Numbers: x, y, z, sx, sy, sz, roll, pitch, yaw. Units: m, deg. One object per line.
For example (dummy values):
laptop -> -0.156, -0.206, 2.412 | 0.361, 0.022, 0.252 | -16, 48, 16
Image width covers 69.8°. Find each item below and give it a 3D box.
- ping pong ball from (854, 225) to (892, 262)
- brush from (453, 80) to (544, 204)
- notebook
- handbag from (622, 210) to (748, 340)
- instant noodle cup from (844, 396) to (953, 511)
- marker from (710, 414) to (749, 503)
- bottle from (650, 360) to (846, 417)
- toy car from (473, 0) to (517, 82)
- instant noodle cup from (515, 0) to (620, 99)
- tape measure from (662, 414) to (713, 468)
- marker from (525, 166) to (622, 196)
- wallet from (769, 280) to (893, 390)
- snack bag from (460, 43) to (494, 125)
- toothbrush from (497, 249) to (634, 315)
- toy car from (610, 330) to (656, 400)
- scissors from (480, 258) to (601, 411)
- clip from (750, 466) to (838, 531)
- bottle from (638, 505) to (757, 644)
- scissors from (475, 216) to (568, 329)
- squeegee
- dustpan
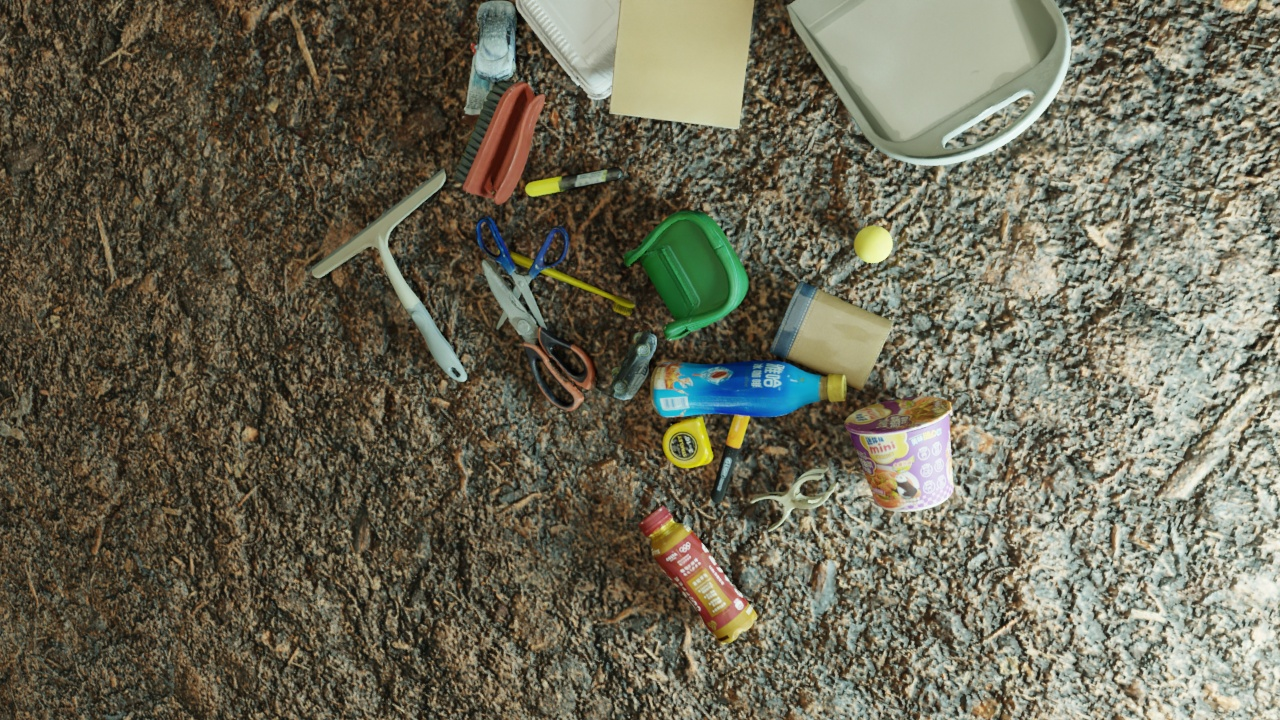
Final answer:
ping pong ball -> 0.252, -0.126, 0.996 | 0.040, 0.040, 0.040 | 2, 98, 18
brush -> -0.164, -0.265, 1.108 | 0.069, 0.063, 0.146 | 31, 104, 25
notebook -> 0.049, -0.373, 1.014 | 0.149, 0.012, 0.211 | 5, 100, -8
handbag -> 0.053, -0.100, 1.053 | 0.120, 0.067, 0.131 | -33, 86, 20
instant noodle cup -> 0.284, 0.102, 0.985 | 0.112, 0.111, 0.099 | -11, 100, 20
marker -> 0.106, 0.113, 1.091 | 0.018, 0.015, 0.124 | 21, 105, 19
bottle -> 0.122, 0.031, 1.045 | 0.219, 0.065, 0.065 | -2, 96, 21
toy car -> -0.173, -0.383, 1.094 | 0.049, 0.031, 0.105 | -2, 75, 5
instant noodle cup -> -0.063, -0.407, 1.057 | 0.138, 0.060, 0.173 | -40, 82, 19
tape measure -> 0.057, 0.099, 1.098 | 0.057, 0.028, 0.060 | -16, 92, 19
marker -> -0.080, -0.217, 1.112 | 0.124, 0.015, 0.018 | -7, 95, 16
wallet -> 0.213, -0.028, 1.028 | 0.115, 0.033, 0.090 | 24, 107, 13
snack bag -> -0.194, -0.339, 1.127 | 0.045, 0.026, 0.105 | 11, 101, 5
toothbrush -> -0.094, -0.098, 1.130 | 0.190, 0.015, 0.017 | 24, 110, 14
toy car -> -0.007, 0.006, 1.102 | 0.034, 0.043, 0.091 | 25, 109, -14
scissors -> -0.123, -0.040, 1.133 | 0.177, 0.015, 0.210 | 4, 106, 18
clip -> 0.179, 0.160, 1.063 | 0.101, 0.034, 0.076 | -31, 87, 24
bottle -> 0.065, 0.254, 1.101 | 0.058, 0.057, 0.175 | -41, 83, 19
scissors -> -0.145, -0.108, 1.133 | 0.163, 0.012, 0.176 | -32, 95, 29
squeegee -> -0.295, -0.078, 1.189 | 0.247, 0.039, 0.246 | -30, 87, 20
dustpan -> 0.291, -0.320, 0.906 | 0.223, 0.142, 0.257 | -30, 88, 19
